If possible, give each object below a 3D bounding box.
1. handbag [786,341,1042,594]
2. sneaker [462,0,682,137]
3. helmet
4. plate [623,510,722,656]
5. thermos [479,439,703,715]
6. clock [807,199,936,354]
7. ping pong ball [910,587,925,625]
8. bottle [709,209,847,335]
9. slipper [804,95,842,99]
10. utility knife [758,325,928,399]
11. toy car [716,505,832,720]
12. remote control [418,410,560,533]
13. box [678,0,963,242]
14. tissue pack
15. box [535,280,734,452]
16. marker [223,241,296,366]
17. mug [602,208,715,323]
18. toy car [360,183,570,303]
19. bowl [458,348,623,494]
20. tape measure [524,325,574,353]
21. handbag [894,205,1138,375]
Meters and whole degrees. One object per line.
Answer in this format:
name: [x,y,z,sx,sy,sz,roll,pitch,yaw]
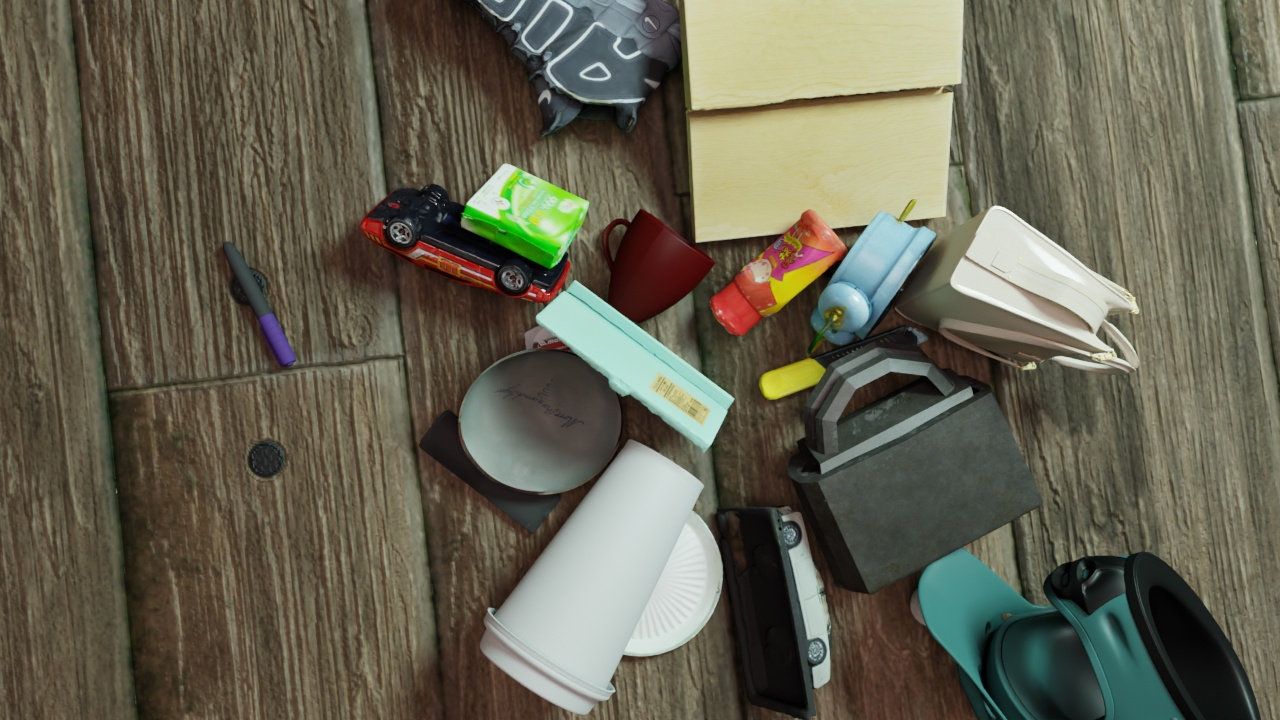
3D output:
handbag: [0.230,0.081,0.850,0.197,0.102,0.199,-26,105,-3]
sneaker: [-0.091,-0.290,0.861,0.252,0.097,0.151,19,90,-6]
helmet: [0.384,0.275,0.804,0.275,0.201,0.175,50,42,-12]
plate: [0.000,0.204,0.883,0.157,0.014,0.157,0,87,-2]
thermos: [-0.035,0.186,0.819,0.131,0.132,0.221,33,80,-1]
clock: [0.209,-0.067,0.851,0.060,0.118,0.162,36,81,11]
ping pong ball: [0.279,0.234,0.878,0.040,0.040,0.040,0,88,-2]
bottle: [0.127,-0.079,0.864,0.134,0.071,0.048,-41,116,15]
slipper: [0.193,-0.350,0.885,0.118,0.060,0.295,34,99,0]
utility knife: [0.198,0.000,0.895,0.172,0.020,0.029,-19,90,-1]
toy car: [0.136,0.226,0.862,0.071,0.094,0.191,-9,86,-33]
remote control: [-0.144,0.107,0.879,0.140,0.021,0.045,38,88,-2]
box: [0.165,-0.243,0.846,0.247,0.068,0.254,-6,117,-2]
tissue pack: [-0.107,-0.136,0.852,0.099,0.113,0.034,25,127,-1]
box: [0.000,-0.001,0.833,0.187,0.138,0.052,36,100,-1]
marker: [-0.367,-0.054,0.880,0.018,0.015,0.134,-29,89,25]
mug: [0.001,-0.090,0.869,0.114,0.087,0.088,42,102,27]
toy car: [-0.160,-0.108,0.858,0.189,0.081,0.056,20,127,0]
bowl: [-0.091,0.047,0.853,0.150,0.056,0.151,-1,114,-2]
tape measure: [-0.078,-0.009,0.884,0.060,0.020,0.062,-14,89,3]
handbag: [0.349,-0.040,0.813,0.198,0.194,0.101,30,87,2]
